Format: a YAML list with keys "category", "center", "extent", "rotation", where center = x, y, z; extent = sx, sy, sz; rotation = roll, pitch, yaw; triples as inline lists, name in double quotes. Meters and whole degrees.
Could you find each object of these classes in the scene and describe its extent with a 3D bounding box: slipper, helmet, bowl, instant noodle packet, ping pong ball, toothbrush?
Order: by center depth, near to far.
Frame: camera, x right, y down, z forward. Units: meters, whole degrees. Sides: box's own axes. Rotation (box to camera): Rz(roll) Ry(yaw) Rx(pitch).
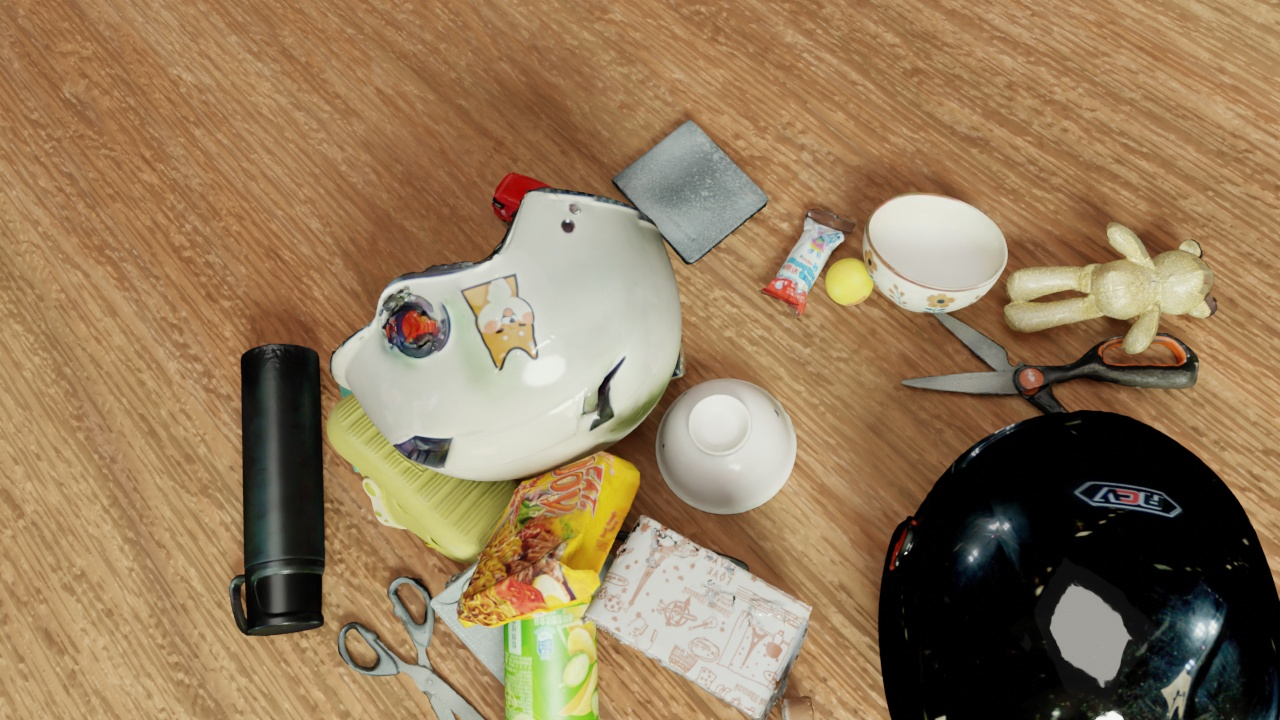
- category: "helmet"
  center: [0.271, 0.179, 0.579]
  extent: [0.234, 0.229, 0.275]
  rotation: [9, 111, 13]
- category: "instant noodle packet"
  center: [-0.061, 0.118, 0.627]
  extent: [0.111, 0.044, 0.128]
  rotation: [-21, 25, 28]
- category: "helmet"
  center: [-0.081, 0.008, 0.694]
  extent: [0.274, 0.230, 0.157]
  rotation: [-32, 73, 6]
- category: "bowl"
  center: [0.066, 0.061, 0.745]
  extent: [0.118, 0.065, 0.118]
  rotation: [-3, 70, 9]
- category: "toothbrush"
  center: [0.000, 0.147, 0.752]
  extent: [0.181, 0.018, 0.015]
  rotation: [14, 69, 13]
- category: "bowl"
  center: [0.237, -0.080, 0.760]
  extent: [0.113, 0.062, 0.113]
  rotation: [1, 53, -2]
- category: "slipper"
  center: [-0.183, 0.103, 0.772]
  extent: [0.190, 0.082, 0.091]
  rotation: [38, 45, 8]
- category: "ping pong ball"
  center: [0.178, -0.067, 0.784]
  extent: [0.040, 0.040, 0.040]
  rotation: [-3, 70, 9]

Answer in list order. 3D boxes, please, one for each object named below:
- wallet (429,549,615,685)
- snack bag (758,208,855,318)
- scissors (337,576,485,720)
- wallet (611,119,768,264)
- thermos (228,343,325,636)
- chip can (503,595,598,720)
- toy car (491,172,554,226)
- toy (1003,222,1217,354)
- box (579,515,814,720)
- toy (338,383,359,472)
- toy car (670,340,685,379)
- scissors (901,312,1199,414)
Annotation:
- category: "wallet"
  center: [-0.084, 0.180, 0.716]
  extent: [0.129, 0.037, 0.106]
  rotation: [-38, 111, -4]
- category: "snack bag"
  center: [0.146, -0.087, 0.805]
  extent: [0.045, 0.026, 0.105]
  rotation: [27, 75, 21]
- category: "scissors"
  center: [-0.178, 0.258, 0.746]
  extent: [0.166, 0.014, 0.162]
  rotation: [-2, 72, 7]
- category: "wallet"
  center: [0.045, -0.157, 0.854]
  extent: [0.097, 0.019, 0.121]
  rotation: [-39, 70, -3]
- category: "thermos"
  center: [-0.319, 0.111, 0.794]
  extent: [0.090, 0.068, 0.242]
  rotation: [-15, 68, 16]
- category: "chip can"
  center: [-0.063, 0.264, 0.658]
  extent: [0.072, 0.072, 0.221]
  rotation: [-2, 88, 9]
- category: "toy car"
  center: [-0.084, -0.136, 0.855]
  extent: [0.120, 0.045, 0.053]
  rotation: [26, 78, 15]
- category: "toy"
  center: [0.372, -0.055, 0.732]
  extent: [0.157, 0.066, 0.105]
  rotation: [-7, 82, 6]
- category: "box"
  center: [0.077, 0.232, 0.620]
  extent: [0.130, 0.179, 0.272]
  rotation: [-34, 67, -6]
- category: "toy"
  center: [-0.233, 0.041, 0.824]
  extent: [0.096, 0.030, 0.092]
  rotation: [-34, 70, -9]
- category: "toy car"
  center: [-0.005, 0.005, 0.794]
  extent: [0.091, 0.035, 0.042]
  rotation: [-10, 65, 21]
- category: "scissors"
  center: [0.334, 0.027, 0.732]
  extent: [0.221, 0.022, 0.224]
  rotation: [-18, 67, 3]
